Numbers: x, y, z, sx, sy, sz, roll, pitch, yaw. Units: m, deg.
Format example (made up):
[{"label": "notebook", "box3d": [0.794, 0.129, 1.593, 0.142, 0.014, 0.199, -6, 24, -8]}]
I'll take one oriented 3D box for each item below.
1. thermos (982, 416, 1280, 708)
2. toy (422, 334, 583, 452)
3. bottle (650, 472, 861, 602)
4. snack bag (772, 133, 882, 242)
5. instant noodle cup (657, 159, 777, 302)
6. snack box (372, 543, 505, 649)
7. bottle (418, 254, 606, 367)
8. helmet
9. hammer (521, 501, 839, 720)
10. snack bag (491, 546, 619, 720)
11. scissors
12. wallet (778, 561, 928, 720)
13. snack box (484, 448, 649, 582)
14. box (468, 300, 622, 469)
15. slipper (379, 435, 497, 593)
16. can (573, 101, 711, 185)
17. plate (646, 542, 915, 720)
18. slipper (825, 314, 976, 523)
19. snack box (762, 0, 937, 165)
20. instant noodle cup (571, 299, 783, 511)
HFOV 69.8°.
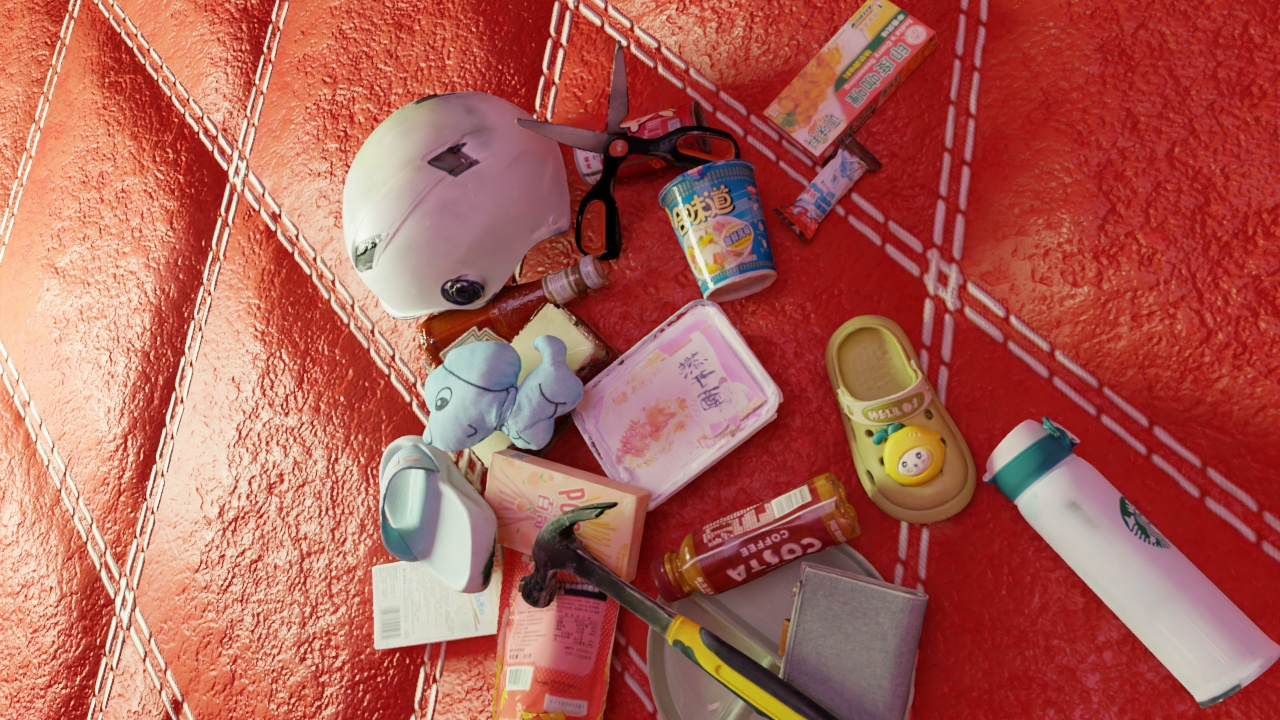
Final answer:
[{"label": "thermos", "box3d": [0.355, 0.140, 0.681, 0.073, 0.073, 0.224, -42, 64, 8]}, {"label": "toy", "box3d": [-0.139, 0.031, 0.858, 0.156, 0.049, 0.161, 39, 96, 26]}, {"label": "bottle", "box3d": [0.093, 0.153, 0.766, 0.175, 0.057, 0.057, -26, 68, 15]}, {"label": "snack bag", "box3d": [0.175, -0.161, 0.861, 0.104, 0.026, 0.048, -45, 76, 8]}, {"label": "instant noodle cup", "box3d": [0.077, -0.116, 0.859, 0.099, 0.099, 0.110, -20, 77, 18]}, {"label": "snack box", "box3d": [-0.197, 0.237, 0.918, 0.157, 0.027, 0.084, -13, 71, 20]}, {"label": "bottle", "box3d": [-0.132, -0.054, 0.948, 0.206, 0.059, 0.059, -23, 69, 16]}, {"label": "helmet", "box3d": [-0.210, -0.172, 0.934, 0.259, 0.146, 0.228, -30, 50, 12]}, {"label": "hammer", "box3d": [0.043, 0.226, 0.740, 0.323, 0.031, 0.126, 30, 117, 22]}, {"label": "snack bag", "box3d": [-0.077, 0.231, 0.851, 0.129, 0.073, 0.207, -3, 68, 18]}, {"label": "scissors", "box3d": [-0.008, -0.192, 0.873, 0.220, 0.231, 0.021, -7, 42, -13]}, {"label": "wallet", "box3d": [0.162, 0.233, 0.726, 0.107, 0.037, 0.130, 11, 93, 26]}, {"label": "snack box", "box3d": [-0.072, 0.140, 0.832, 0.157, 0.026, 0.084, 13, 99, 26]}, {"label": "box", "box3d": [-0.107, 0.029, 0.905, 0.168, 0.077, 0.091, -48, 64, 6]}, {"label": "slipper", "box3d": [-0.210, 0.149, 0.880, 0.246, 0.074, 0.104, 25, 105, 54]}, {"label": "can", "box3d": [0.001, -0.219, 0.935, 0.133, 0.053, 0.053, -12, 72, 20]}, {"label": "plate", "box3d": [0.115, 0.252, 0.779, 0.231, 0.027, 0.230, -6, 75, 21]}, {"label": "slipper", "box3d": [0.206, 0.043, 0.765, 0.092, 0.081, 0.190, -26, 65, 18]}, {"label": "snack box", "box3d": [0.199, -0.268, 0.877, 0.156, 0.027, 0.077, -47, 65, 6]}, {"label": "instant noodle cup", "box3d": [0.037, 0.044, 0.849, 0.173, 0.060, 0.138, -38, 65, 9]}]
